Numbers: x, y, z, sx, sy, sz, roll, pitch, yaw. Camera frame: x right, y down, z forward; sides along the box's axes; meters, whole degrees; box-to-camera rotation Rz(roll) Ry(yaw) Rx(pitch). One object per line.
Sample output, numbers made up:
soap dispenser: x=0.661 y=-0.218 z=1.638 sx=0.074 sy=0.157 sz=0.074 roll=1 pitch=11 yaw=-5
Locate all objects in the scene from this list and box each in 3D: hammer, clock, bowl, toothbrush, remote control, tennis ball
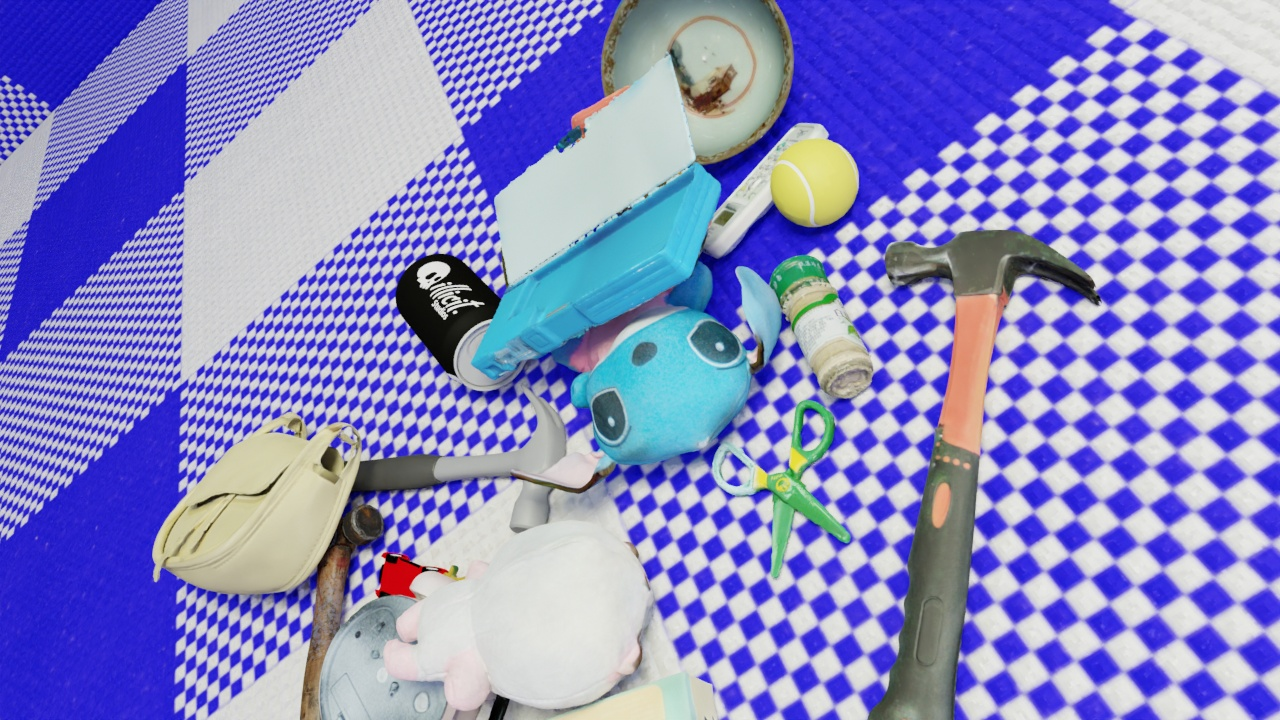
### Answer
hammer: x=0.185 y=0.068 z=0.540 sx=0.133 sy=0.033 sz=0.332 roll=1 pitch=64 yaw=37
clock: x=-0.158 y=0.221 z=0.670 sx=0.158 sy=0.059 sz=0.117 roll=-47 pitch=57 yaw=2
bowl: x=0.055 y=-0.251 z=0.789 sx=0.160 sy=0.160 sz=0.093 roll=-29 pitch=8 yaw=20
toothbrush: x=-0.093 y=0.225 z=0.619 sx=0.014 sy=0.017 sz=0.187 roll=-20 pitch=32 yaw=30
hammer: x=-0.267 y=0.287 z=0.745 sx=0.120 sy=0.033 sz=0.329 roll=-31 pitch=48 yaw=32
remote control: x=0.098 y=-0.136 z=0.741 sx=0.133 sy=0.022 sz=0.050 roll=-48 pitch=23 yaw=2
hammer: x=-0.191 y=0.095 z=0.814 sx=0.312 sy=0.029 sz=0.124 roll=-9 pitch=58 yaw=35
tennis ball: x=0.130 y=-0.133 z=0.687 sx=0.065 sy=0.065 sz=0.065 roll=-20 pitch=52 yaw=27

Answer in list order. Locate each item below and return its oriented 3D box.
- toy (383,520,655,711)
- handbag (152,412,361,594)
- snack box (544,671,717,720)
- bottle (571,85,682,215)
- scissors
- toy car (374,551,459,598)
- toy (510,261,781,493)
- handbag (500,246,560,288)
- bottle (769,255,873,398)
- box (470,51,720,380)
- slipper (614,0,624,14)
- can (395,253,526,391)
toy: x=-0.080 y=0.170 z=0.605 sx=0.179 sy=0.101 sz=0.138 roll=-15 pitch=32 yaw=5
handbag: x=-0.352 y=0.131 z=0.840 sx=0.233 sy=0.088 sz=0.190 roll=0 pitch=61 yaw=53
snack box: x=-0.036 y=0.288 z=0.553 sx=0.194 sy=0.044 sz=0.141 roll=-27 pitch=48 yaw=22
bottle: x=-0.001 y=-0.153 z=0.758 sx=0.072 sy=0.134 sz=0.048 roll=-21 pitch=16 yaw=27
scissors: x=0.090 y=0.084 z=0.613 sx=0.123 sy=0.011 sz=0.126 roll=-7 pitch=57 yaw=36
toy car: x=-0.185 y=0.184 z=0.751 sx=0.090 sy=0.025 sz=0.038 roll=4 pitch=83 yaw=44
toy: x=-0.004 y=0.004 z=0.682 sx=0.224 sy=0.099 sz=0.191 roll=-41 pitch=39 yaw=7
handbag: x=-0.050 y=-0.116 z=0.838 sx=0.178 sy=0.027 sz=0.084 roll=-29 pitch=55 yaw=23
bottle: x=0.125 y=-0.024 z=0.636 sx=0.043 sy=0.042 sz=0.109 roll=-32 pitch=47 yaw=17
box: x=-0.038 y=-0.094 z=0.700 sx=0.244 sy=0.059 sz=0.175 roll=-25 pitch=55 yaw=46
slipper: x=0.061 y=-0.381 z=0.912 sx=0.213 sy=0.059 sz=0.104 roll=-38 pitch=35 yaw=-8
can: x=-0.165 y=-0.037 z=0.843 sx=0.080 sy=0.080 sz=0.146 roll=-49 pitch=44 yaw=1
